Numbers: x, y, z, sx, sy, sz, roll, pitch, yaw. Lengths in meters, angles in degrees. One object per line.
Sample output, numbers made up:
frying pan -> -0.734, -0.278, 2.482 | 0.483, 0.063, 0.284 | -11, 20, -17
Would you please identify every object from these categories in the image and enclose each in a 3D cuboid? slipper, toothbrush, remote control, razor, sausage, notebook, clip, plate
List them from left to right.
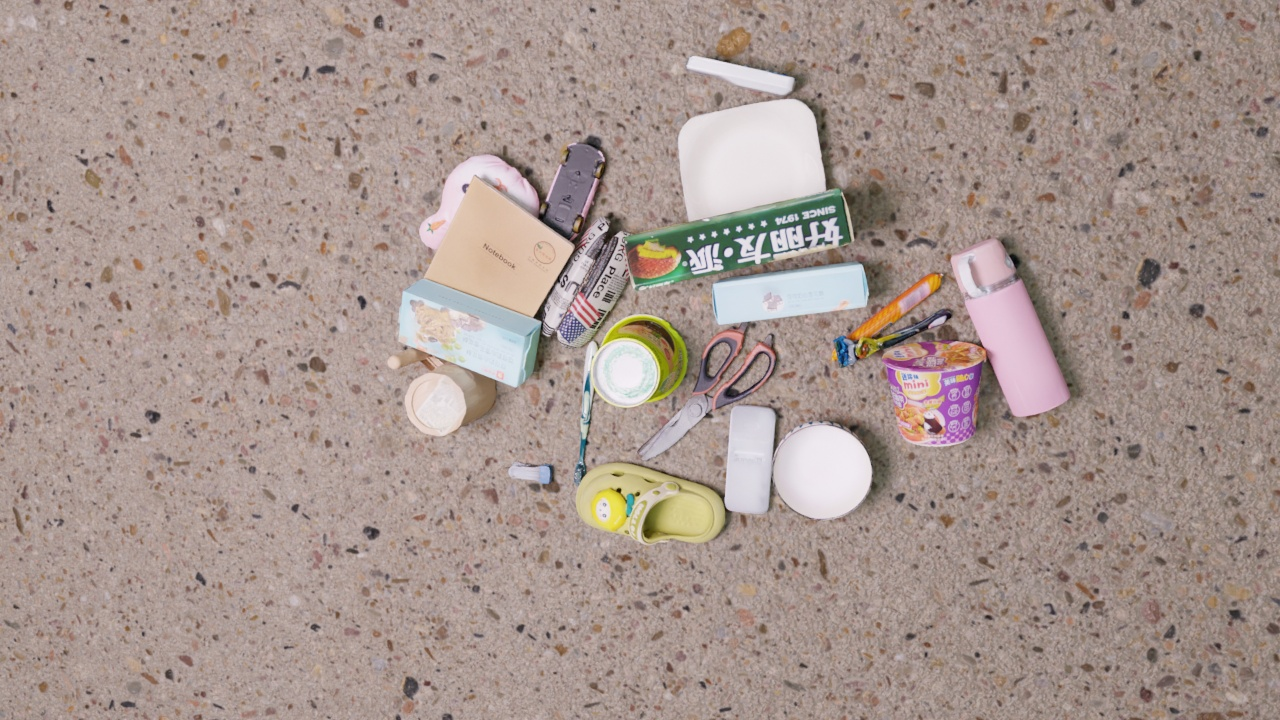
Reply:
notebook -> -0.186, -0.104, 1.128 | 0.148, 0.008, 0.208 | 36, 123, 1
clip -> -0.143, 0.145, 1.192 | 0.058, 0.038, 0.026 | 4, 101, 8
toothbrush -> -0.070, 0.070, 1.165 | 0.016, 0.018, 0.192 | 8, 101, 9
slipper -> 0.009, 0.183, 1.137 | 0.190, 0.081, 0.091 | 8, 98, 8
remote control -> 0.116, -0.326, 1.052 | 0.125, 0.049, 0.024 | 16, 104, 8
remote control -> 0.135, 0.122, 1.135 | 0.056, 0.020, 0.136 | 4, 100, 11
plate -> 0.132, -0.214, 1.075 | 0.164, 0.034, 0.163 | -7, 98, 12
sausage -> 0.288, -0.050, 1.079 | 0.165, 0.021, 0.021 | -39, 91, 14
razor -> 0.297, -0.028, 1.068 | 0.143, 0.022, 0.043 | -20, 127, 0

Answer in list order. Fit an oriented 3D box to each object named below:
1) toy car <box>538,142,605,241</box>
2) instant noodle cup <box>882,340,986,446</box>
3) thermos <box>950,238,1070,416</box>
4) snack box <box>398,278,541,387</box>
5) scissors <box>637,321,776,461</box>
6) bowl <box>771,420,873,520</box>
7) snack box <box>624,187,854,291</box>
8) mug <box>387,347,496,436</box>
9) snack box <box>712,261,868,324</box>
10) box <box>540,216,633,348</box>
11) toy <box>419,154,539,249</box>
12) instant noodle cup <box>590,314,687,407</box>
toy car -> -0.083, -0.203, 1.116 | 0.056, 0.037, 0.122 | 22, 90, 3
instant noodle cup -> 0.336, 0.039, 1.046 | 0.112, 0.111, 0.099 | -5, 105, 11
thermos -> 0.409, -0.035, 1.028 | 0.067, 0.087, 0.198 | -20, 98, 41
snack box -> -0.212, -0.035, 1.136 | 0.175, 0.051, 0.074 | 20, 120, 12
scissors -> 0.068, 0.040, 1.138 | 0.209, 0.015, 0.185 | -7, 99, 11
bowl -> 0.216, 0.126, 1.098 | 0.116, 0.066, 0.116 | 1, 99, 9
snack box -> 0.109, -0.135, 1.016 | 0.240, 0.114, 0.063 | -11, 98, 13
mug -> -0.251, 0.030, 1.148 | 0.124, 0.103, 0.084 | 45, 104, 0
snack box -> 0.173, -0.079, 1.068 | 0.175, 0.074, 0.051 | -7, 98, 11
box -> -0.056, -0.088, 1.120 | 0.087, 0.076, 0.163 | 29, 101, -16
toy -> -0.201, -0.176, 1.134 | 0.121, 0.054, 0.160 | 46, 111, -2
instant noodle cup -> -0.006, 0.006, 1.089 | 0.112, 0.123, 0.112 | 2, 99, 10
